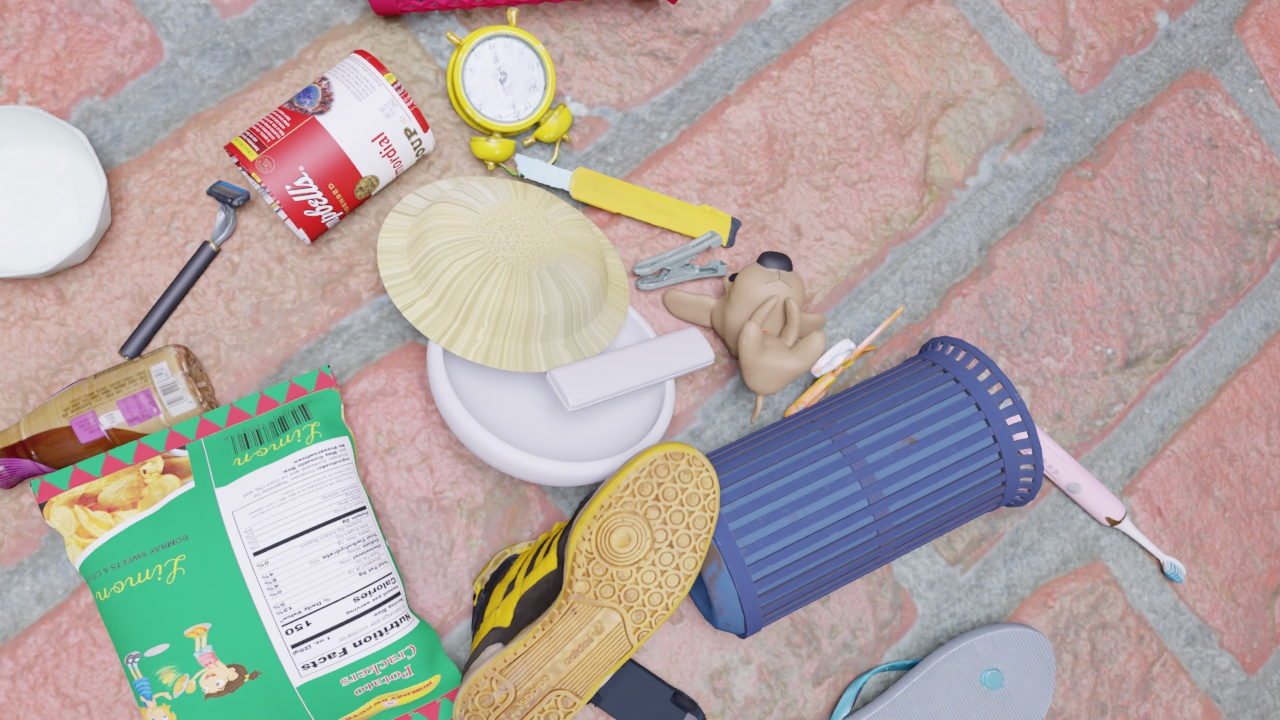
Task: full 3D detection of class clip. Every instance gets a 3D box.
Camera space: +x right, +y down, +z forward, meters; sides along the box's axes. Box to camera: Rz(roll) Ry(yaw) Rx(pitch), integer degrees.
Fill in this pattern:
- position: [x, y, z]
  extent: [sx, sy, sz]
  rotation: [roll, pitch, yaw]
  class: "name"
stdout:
- position: [0.031, -0.082, 0.720]
  extent: [0.078, 0.023, 0.051]
  rotation: [-5, 111, -17]
  class: "clip"

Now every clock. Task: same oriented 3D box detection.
- position: [-0.099, -0.199, 0.696]
  extent: [0.083, 0.057, 0.119]
  rotation: [-22, 108, -7]
  class: "clock"

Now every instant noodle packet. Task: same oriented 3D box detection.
- position: [-0.250, 0.156, 0.603]
  extent: [0.195, 0.090, 0.252]
  rotation: [-23, 89, -14]
  class: "instant noodle packet"

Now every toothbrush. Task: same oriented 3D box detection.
- position: [0.375, 0.110, 0.767]
  extent: [0.222, 0.027, 0.026]
  rotation: [41, 48, -3]
  class: "toothbrush"

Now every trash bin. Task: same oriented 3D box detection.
- position: [0.143, 0.093, 0.668]
  extent: [0.249, 0.139, 0.139]
  rotation: [-23, 87, -12]
  class: "trash bin"

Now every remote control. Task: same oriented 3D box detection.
- position: [-0.004, 0.004, 0.641]
  extent: [0.130, 0.012, 0.033]
  rotation: [-18, 64, -34]
  class: "remote control"

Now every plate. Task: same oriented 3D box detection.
- position: [-0.089, -0.078, 0.650]
  extent: [0.184, 0.036, 0.184]
  rotation: [13, 50, -16]
  class: "plate"

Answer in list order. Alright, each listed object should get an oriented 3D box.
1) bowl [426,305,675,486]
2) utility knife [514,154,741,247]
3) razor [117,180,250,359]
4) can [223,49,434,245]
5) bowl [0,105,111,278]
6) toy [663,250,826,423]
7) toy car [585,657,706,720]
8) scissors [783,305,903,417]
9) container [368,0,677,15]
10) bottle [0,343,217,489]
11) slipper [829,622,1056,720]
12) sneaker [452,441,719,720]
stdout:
- position: [-0.067, 0.019, 0.656]
  extent: [0.176, 0.066, 0.176]
  rotation: [13, 50, -16]
  class: "bowl"
- position: [-0.007, -0.126, 0.717]
  extent: [0.191, 0.018, 0.030]
  rotation: [16, 72, -22]
  class: "utility knife"
- position: [-0.325, -0.062, 0.656]
  extent: [0.043, 0.022, 0.144]
  rotation: [23, 80, 36]
  class: "razor"
- position: [-0.219, -0.152, 0.654]
  extent: [0.116, 0.087, 0.086]
  rotation: [-42, 92, -13]
  class: "can"
- position: [-0.415, -0.107, 0.622]
  extent: [0.117, 0.061, 0.117]
  rotation: [1, 82, -11]
  class: "bowl"
- position: [0.090, -0.023, 0.683]
  extent: [0.134, 0.108, 0.106]
  rotation: [9, 125, -10]
  class: "toy"
- position: [-0.004, 0.244, 0.668]
  extent: [0.112, 0.034, 0.046]
  rotation: [36, 77, -6]
  class: "toy car"
- position: [0.156, 0.000, 0.705]
  extent: [0.125, 0.128, 0.011]
  rotation: [-45, 73, 4]
  class: "scissors"
- position: [-0.098, -0.338, 0.669]
  extent: [0.225, 0.183, 0.183]
  rotation: [-12, 85, -5]
  class: "container"
- position: [-0.374, 0.046, 0.609]
  extent: [0.166, 0.060, 0.059]
  rotation: [-24, 87, -13]
  class: "bottle"
- position: [0.195, 0.287, 0.701]
  extent: [0.268, 0.055, 0.098]
  rotation: [-29, 91, -3]
  class: "slipper"
- position: [-0.039, 0.140, 0.617]
  extent: [0.086, 0.122, 0.239]
  rotation: [37, 98, -15]
  class: "sneaker"
